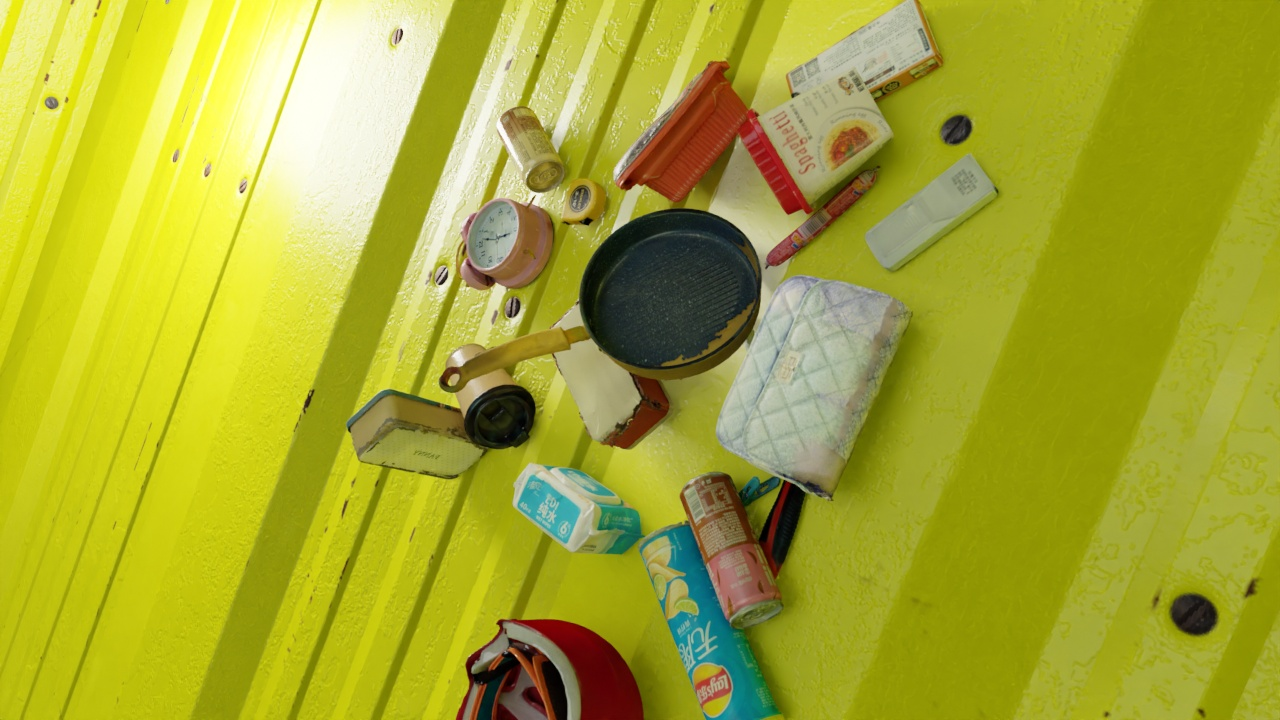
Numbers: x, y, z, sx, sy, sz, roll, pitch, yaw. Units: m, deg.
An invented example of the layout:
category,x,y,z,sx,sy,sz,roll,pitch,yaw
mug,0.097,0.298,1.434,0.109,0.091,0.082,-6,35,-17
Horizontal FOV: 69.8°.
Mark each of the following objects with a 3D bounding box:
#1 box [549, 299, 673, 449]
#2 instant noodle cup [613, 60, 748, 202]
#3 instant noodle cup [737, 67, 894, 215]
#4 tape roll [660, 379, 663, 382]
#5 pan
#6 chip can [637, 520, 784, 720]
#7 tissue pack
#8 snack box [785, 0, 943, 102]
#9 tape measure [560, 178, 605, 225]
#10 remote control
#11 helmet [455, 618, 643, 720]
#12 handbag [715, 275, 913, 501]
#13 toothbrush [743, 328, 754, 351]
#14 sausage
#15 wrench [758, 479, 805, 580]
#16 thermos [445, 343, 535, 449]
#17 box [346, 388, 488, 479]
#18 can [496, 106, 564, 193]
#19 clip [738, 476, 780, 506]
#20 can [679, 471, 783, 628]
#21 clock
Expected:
category,x,y,z,sx,sy,sz,roll,pitch,yaw
box,-0.044,0.012,1.035,0.091,0.076,0.168,-42,56,22
instant noodle cup,0.054,-0.245,1.004,0.079,0.188,0.165,40,111,-6
instant noodle cup,0.176,-0.219,0.908,0.124,0.116,0.116,-30,93,16
tape roll,-0.006,0.006,1.066,0.086,0.014,0.085,-10,73,36
pan,-0.041,-0.043,0.971,0.357,0.078,0.197,-28,60,0
chip can,0.065,0.268,0.909,0.071,0.071,0.210,-39,58,25
tissue pack,-0.070,0.165,1.029,0.140,0.090,0.063,28,97,40
snack box,0.227,-0.301,0.948,0.154,0.026,0.075,-25,65,32
tape measure,-0.069,-0.199,1.156,0.057,0.028,0.060,8,84,40
remote control,0.274,-0.139,0.874,0.125,0.024,0.049,-38,59,24
helmet,-0.087,0.383,0.961,0.207,0.143,0.241,54,127,34
handbag,0.159,0.021,0.864,0.134,0.075,0.194,20,85,40
toothbrush,0.126,0.028,0.947,0.018,0.016,0.191,-45,48,41
sausage,0.187,-0.145,0.947,0.156,0.020,0.020,-41,57,24
wrench,0.167,0.096,0.906,0.056,0.016,0.273,28,96,44
thermos,-0.196,0.042,1.165,0.093,0.093,0.143,-55,44,14
box,-0.280,0.095,1.153,0.090,0.184,0.059,-38,55,19
can,-0.146,-0.281,1.217,0.059,0.058,0.116,-42,56,23
clip,0.114,0.134,0.935,0.054,0.033,0.013,-47,51,36
can,0.088,0.184,0.904,0.058,0.058,0.147,-38,54,25
clock,-0.190,-0.153,1.221,0.159,0.059,0.117,-17,69,36
